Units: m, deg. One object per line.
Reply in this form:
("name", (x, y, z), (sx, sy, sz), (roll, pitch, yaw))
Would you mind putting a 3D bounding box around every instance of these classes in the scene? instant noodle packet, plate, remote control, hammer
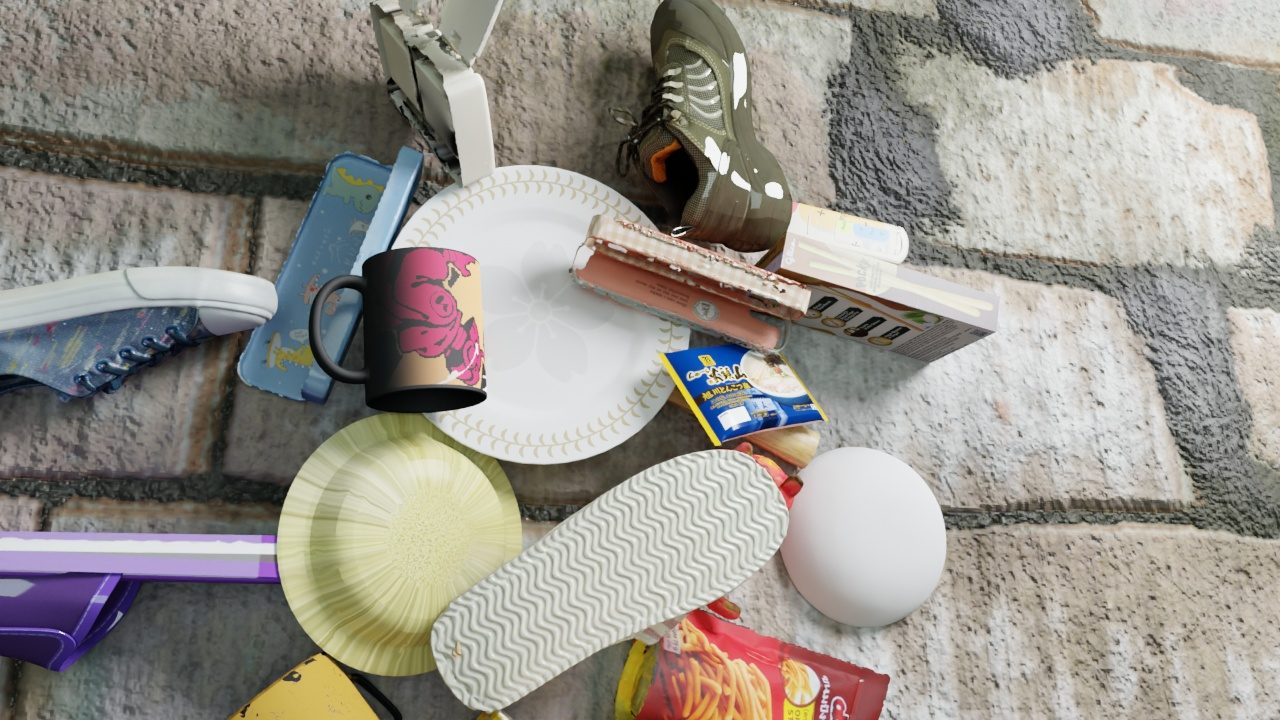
("instant noodle packet", (0.084, 0.023, 0.730), (0.134, 0.026, 0.087), (-7, 55, -41))
("plate", (-0.154, 0.125, 0.642), (0.184, 0.036, 0.184), (11, 72, -36))
("plate", (-0.079, -0.038, 0.719), (0.242, 0.016, 0.242), (4, 75, -13))
("remote control", (0.181, -0.113, 0.831), (0.125, 0.018, 0.038), (12, 73, -8))
("hammer", (-0.004, 0.004, 0.751), (0.330, 0.033, 0.132), (27, 70, -6))

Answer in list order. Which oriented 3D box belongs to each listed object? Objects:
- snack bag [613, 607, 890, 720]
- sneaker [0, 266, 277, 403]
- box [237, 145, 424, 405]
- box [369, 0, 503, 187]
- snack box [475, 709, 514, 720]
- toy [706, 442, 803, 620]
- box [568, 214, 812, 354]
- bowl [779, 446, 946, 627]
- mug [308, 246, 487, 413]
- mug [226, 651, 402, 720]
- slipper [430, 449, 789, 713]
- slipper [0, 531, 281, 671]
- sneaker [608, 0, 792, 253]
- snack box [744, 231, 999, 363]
("snack bag", (0.084, 0.272, 0.701), (0.208, 0.067, 0.138), (28, 66, -15))
("sneaker", (-0.377, -0.013, 0.643), (0.235, 0.087, 0.079), (-8, 84, -11))
("box", (-0.233, -0.074, 0.697), (0.085, 0.073, 0.208), (18, 72, -4))
("box", (-0.150, -0.240, 0.685), (0.057, 0.188, 0.144), (-22, 57, -29))
("snack box", (-0.063, 0.279, 0.560), (0.110, 0.231, 0.061), (42, 70, 0))
("toy", (0.072, 0.128, 0.702), (0.088, 0.094, 0.132), (19, 72, -11))
("box", (0.039, -0.059, 0.716), (0.187, 0.056, 0.071), (18, 104, -8))
("bowl", (0.191, 0.142, 0.753), (0.149, 0.043, 0.149), (3, 75, -12))
("mug", (-0.167, -0.019, 0.632), (0.117, 0.082, 0.098), (2, 75, -29))
("mug", (-0.215, 0.253, 0.610), (0.094, 0.101, 0.123), (51, 30, 5))
("slipper", (-0.019, 0.153, 0.646), (0.262, 0.052, 0.115), (-27, 87, -12))
("slipper", (-0.355, 0.158, 0.595), (0.266, 0.107, 0.084), (4, 75, -17))
("sneaker", (0.021, -0.193, 0.762), (0.142, 0.101, 0.237), (-9, 73, -26))
("snack box", (0.188, -0.049, 0.771), (0.186, 0.101, 0.031), (16, 73, -9))
